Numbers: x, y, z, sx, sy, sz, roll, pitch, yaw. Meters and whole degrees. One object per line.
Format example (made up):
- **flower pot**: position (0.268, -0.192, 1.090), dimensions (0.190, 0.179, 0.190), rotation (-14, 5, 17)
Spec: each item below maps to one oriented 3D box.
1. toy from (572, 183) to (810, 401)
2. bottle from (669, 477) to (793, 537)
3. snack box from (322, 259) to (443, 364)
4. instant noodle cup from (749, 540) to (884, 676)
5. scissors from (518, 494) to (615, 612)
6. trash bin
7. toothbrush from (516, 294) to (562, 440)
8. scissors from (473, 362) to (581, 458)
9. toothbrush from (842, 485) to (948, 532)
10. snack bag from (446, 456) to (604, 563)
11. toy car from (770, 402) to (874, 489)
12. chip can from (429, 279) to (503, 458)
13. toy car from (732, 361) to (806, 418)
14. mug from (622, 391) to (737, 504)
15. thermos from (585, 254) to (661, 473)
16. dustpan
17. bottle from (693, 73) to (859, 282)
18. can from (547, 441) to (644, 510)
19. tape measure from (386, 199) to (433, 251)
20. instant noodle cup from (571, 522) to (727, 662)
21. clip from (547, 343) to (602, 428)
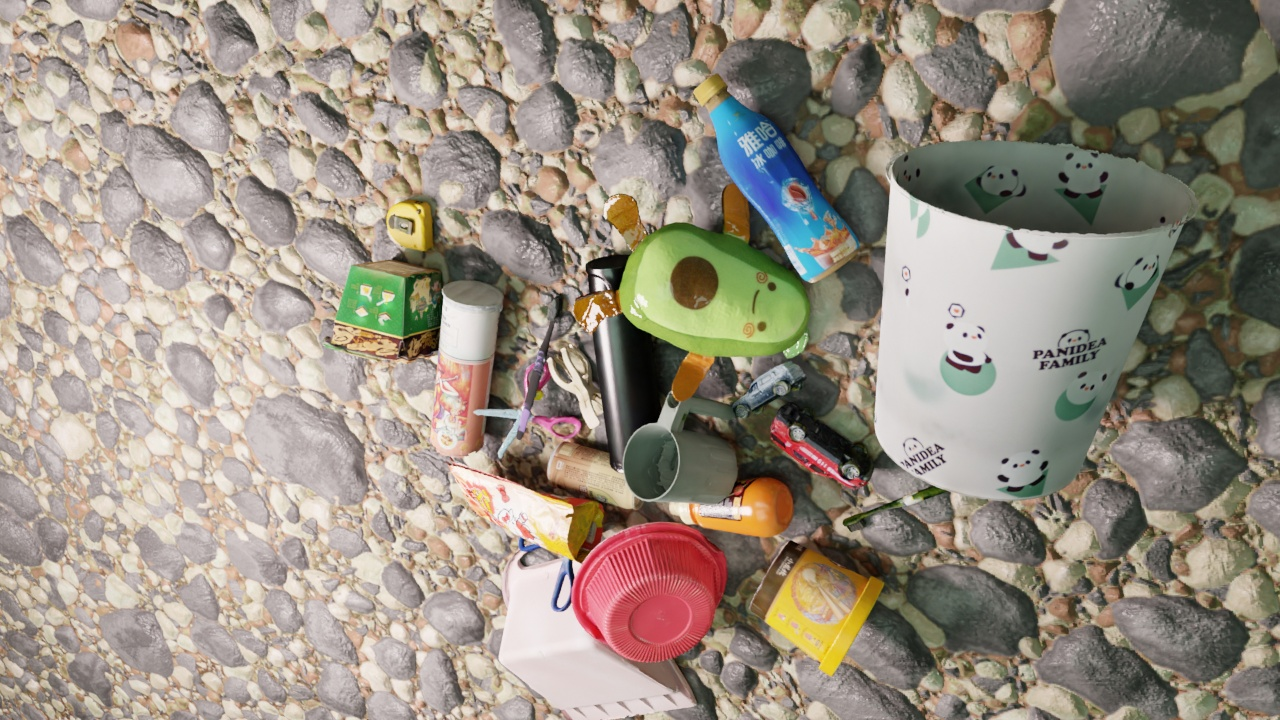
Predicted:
- **toy**: position (0.061, -0.071, 0.933), dimensions (0.247, 0.090, 0.227), rotation (15, 99, 0)
- **bottle**: position (0.099, 0.169, 1.057), dimensions (0.150, 0.066, 0.067), rotation (-6, 109, 34)
- **snack box**: position (-0.301, -0.064, 1.113), dimensions (0.118, 0.118, 0.106), rotation (13, 104, 18)
- **instant noodle cup**: position (0.194, 0.271, 1.029), dimensions (0.114, 0.118, 0.119), rotation (29, 121, 19)
- **scissors**: position (-0.096, 0.237, 1.166), dimensions (0.176, 0.012, 0.162), rotation (-10, 75, 39)
- **trash bin**: position (0.310, -0.035, 0.783), dimensions (0.230, 0.228, 0.252), rotation (12, 122, 20)
- **toothbrush**: position (-0.122, 0.011, 1.089), dimensions (0.014, 0.016, 0.189), rotation (20, 106, 9)
- **scissors**: position (-0.133, 0.067, 1.119), dimensions (0.133, 0.017, 0.133), rotation (30, 99, -11)
- **toothbrush**: position (0.300, 0.148, 0.983), dimensions (0.186, 0.012, 0.017), rotation (-29, 104, 31)
- **snack bag**: position (-0.145, 0.185, 1.139), dimensions (0.208, 0.073, 0.129), rotation (11, 144, 33)
- **toy car**: position (0.194, 0.094, 0.985), dimensions (0.120, 0.052, 0.045), rotation (34, 123, 11)
- **chip can**: position (-0.215, 0.013, 1.123), dimensions (0.071, 0.071, 0.215), rotation (20, 120, 15)
- **toy car**: position (0.137, 0.033, 0.989), dimensions (0.091, 0.042, 0.034), rotation (-37, 79, 32)
- **mug**: position (0.052, 0.098, 1.006), dimensions (0.084, 0.103, 0.124), rotation (28, 99, 45)
- **thermos**: position (-0.006, 0.006, 1.026), dimensions (0.090, 0.068, 0.243), rotation (2, 113, 20)
- **dustpan**: position (-0.069, 0.369, 1.251), dimensions (0.223, 0.138, 0.273), rotation (-19, 131, 29)
- **bottle**: position (0.126, -0.179, 0.887), dimensions (0.065, 0.065, 0.218), rotation (-33, 95, 32)
- **can**: position (-0.050, 0.139, 1.110), dimensions (0.116, 0.058, 0.059), rotation (14, 117, 19)
- **tape measure**: position (-0.277, -0.162, 1.098), dimensions (0.057, 0.028, 0.060), rotation (13, 116, 20)
- **instant noodle cup**: position (0.018, 0.287, 1.087), dimensions (0.193, 0.065, 0.194), rotation (-5, 116, -10)
- **clip**: position (-0.070, 0.031, 1.081), dimensions (0.035, 0.070, 0.100), rotation (-32, 92, 32)
